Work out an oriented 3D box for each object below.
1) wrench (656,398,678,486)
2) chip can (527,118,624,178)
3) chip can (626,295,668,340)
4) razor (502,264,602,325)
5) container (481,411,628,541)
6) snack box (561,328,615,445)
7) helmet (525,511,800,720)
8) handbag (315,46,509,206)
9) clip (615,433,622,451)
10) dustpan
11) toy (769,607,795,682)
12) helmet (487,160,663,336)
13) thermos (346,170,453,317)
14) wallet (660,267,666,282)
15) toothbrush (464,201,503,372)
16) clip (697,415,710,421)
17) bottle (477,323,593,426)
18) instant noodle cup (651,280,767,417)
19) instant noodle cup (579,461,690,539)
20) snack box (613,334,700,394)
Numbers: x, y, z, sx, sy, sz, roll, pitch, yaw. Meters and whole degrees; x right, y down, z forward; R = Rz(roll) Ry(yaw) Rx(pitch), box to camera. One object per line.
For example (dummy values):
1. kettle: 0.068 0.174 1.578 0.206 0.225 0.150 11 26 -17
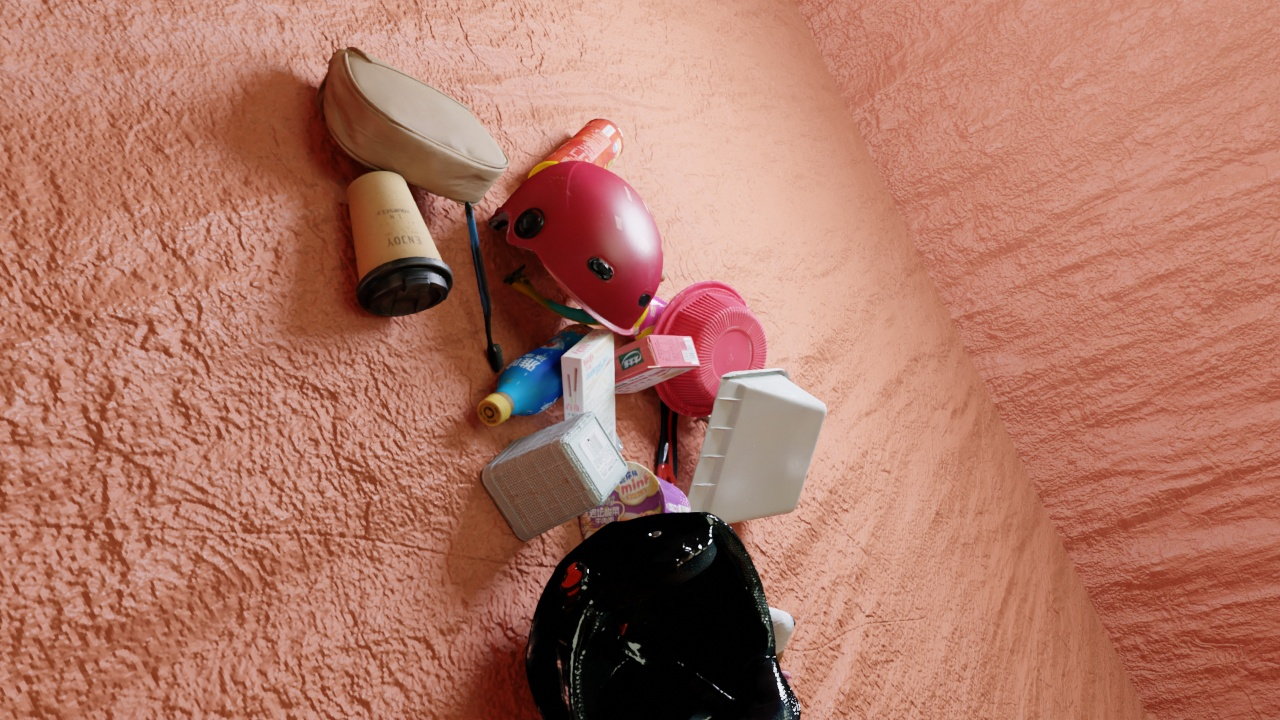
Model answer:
1. wrench: 0.043 0.074 1.269 0.056 0.016 0.272 39 37 -27
2. chip can: -0.086 -0.275 1.278 0.073 0.073 0.216 54 32 -17
3. chip can: 0.058 -0.033 1.293 0.210 0.072 0.071 26 47 -37
4. razor: -0.099 -0.071 1.095 0.132 0.028 0.043 28 26 5
5. container: -0.084 0.116 0.944 0.090 0.112 0.090 59 30 -9
6. snack box: -0.057 0.051 1.043 0.084 0.027 0.157 -46 140 -57
7. helmet: 0.005 0.268 0.858 0.273 0.231 0.233 -37 108 -37
8. handbag: -0.247 -0.242 0.979 0.204 0.100 0.147 18 35 -50
9. clip: -0.042 0.089 1.125 0.058 0.039 0.026 59 29 -7
10. dustpan: 0.143 0.111 1.272 0.257 0.143 0.223 7 105 -34
11. toy: 0.120 0.329 1.102 0.199 0.131 0.140 40 31 -51
12. helmet: -0.053 -0.148 1.090 0.207 0.144 0.240 31 12 -42
13. thermos: -0.242 -0.112 0.901 0.093 0.093 0.143 13 50 -53
14. wallet: -0.005 -0.183 1.389 0.101 0.020 0.115 27 43 -48
15. toothbrush: -0.172 -0.080 1.005 0.016 0.014 0.189 -19 101 -60
16. clip: 0.118 0.088 1.357 0.092 0.035 0.103 61 26 -8
17. bottle: -0.111 0.019 1.024 0.065 0.065 0.218 60 31 -6
18. instant noodle cup: 0.105 -0.010 1.248 0.193 0.066 0.194 -9 106 -34
19. instant noodle cup: 0.000 0.176 1.046 0.099 0.112 0.111 25 47 -60
20. snack box: -0.007 0.007 1.144 0.127 0.113 0.044 0 71 -57
